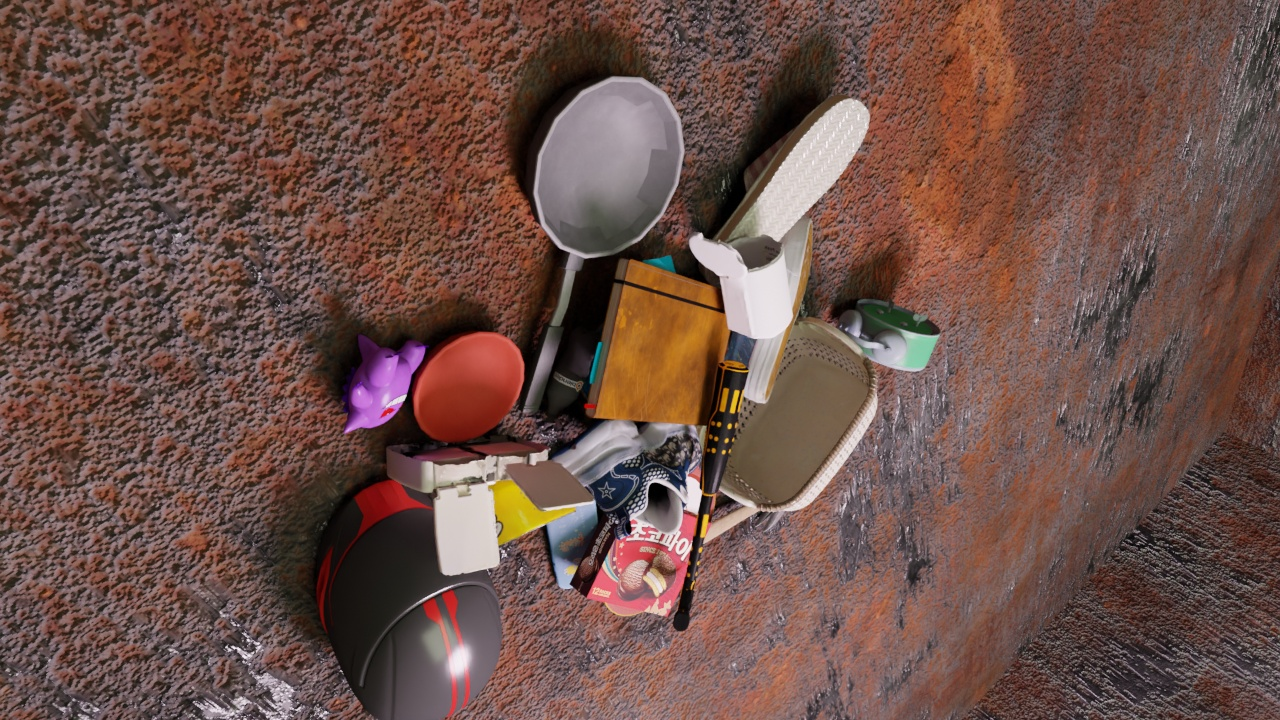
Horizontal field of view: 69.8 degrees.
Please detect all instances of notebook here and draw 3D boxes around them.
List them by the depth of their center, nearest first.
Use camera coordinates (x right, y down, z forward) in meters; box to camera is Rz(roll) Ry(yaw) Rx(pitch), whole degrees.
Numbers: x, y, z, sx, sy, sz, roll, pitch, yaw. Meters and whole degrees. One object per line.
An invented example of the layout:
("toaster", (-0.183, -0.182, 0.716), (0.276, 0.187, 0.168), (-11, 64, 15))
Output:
("notebook", (0.028, -0.021, 0.995), (0.248, 0.014, 0.178), (10, 94, -56))

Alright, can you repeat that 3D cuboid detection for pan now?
("pan", (-0.066, -0.109, 0.914), (0.178, 0.041, 0.358), (1, 116, -44))

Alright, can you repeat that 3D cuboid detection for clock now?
("clock", (0.343, -0.039, 1.283), (0.161, 0.122, 0.075), (-7, 122, -45))

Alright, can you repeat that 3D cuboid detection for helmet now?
("helmet", (-0.222, 0.264, 0.923), (0.163, 0.170, 0.265), (-21, 130, -33))

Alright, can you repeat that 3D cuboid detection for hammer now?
("hammer", (0.080, 0.155, 1.090), (0.123, 0.036, 0.321), (-49, 150, -78))
("hammer", (0.119, 0.233, 1.302), (0.330, 0.031, 0.120), (-20, 131, -44))

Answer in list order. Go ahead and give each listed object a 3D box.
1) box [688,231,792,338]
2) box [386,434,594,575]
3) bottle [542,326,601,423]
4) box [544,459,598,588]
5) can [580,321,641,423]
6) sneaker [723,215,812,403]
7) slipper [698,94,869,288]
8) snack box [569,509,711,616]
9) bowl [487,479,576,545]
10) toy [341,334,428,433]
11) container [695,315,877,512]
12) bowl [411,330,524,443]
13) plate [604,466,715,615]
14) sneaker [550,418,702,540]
("box", (0.114, -0.093, 1.008), (0.112, 0.084, 0.163), (-34, 131, -27))
("box", (-0.152, 0.130, 0.888), (0.145, 0.185, 0.095), (-2, 117, -36))
("bottle", (-0.077, 0.017, 0.993), (0.036, 0.036, 0.110), (13, 107, -47))
("box", (-0.081, 0.203, 1.108), (0.066, 0.049, 0.210), (-26, 131, -25))
("can", (-0.006, 0.006, 1.047), (0.129, 0.044, 0.130), (-23, 131, -31))
("sneaker", (0.151, -0.068, 1.130), (0.087, 0.079, 0.235), (29, 78, -74))
("slipper", (0.159, -0.196, 1.063), (0.263, 0.052, 0.115), (-51, 144, 12))
("snack box", (0.003, 0.240, 1.143), (0.152, 0.036, 0.132), (27, 88, -44))
("bowl", (-0.136, 0.157, 0.995), (0.117, 0.067, 0.117), (-24, 173, -3))
("toy", (-0.239, 0.022, 0.830), (0.106, 0.056, 0.088), (-34, 143, -75))
("container", (0.194, 0.078, 1.190), (0.246, 0.184, 0.143), (-53, 150, 1))
("bowl", (-0.175, 0.020, 0.904), (0.121, 0.035, 0.122), (-24, 131, -31))
("plate", (0.021, 0.234, 1.226), (0.229, 0.021, 0.230), (-29, 132, -39))
("sneaker", (0.013, 0.137, 1.043), (0.103, 0.132, 0.269), (-37, 162, 20))
